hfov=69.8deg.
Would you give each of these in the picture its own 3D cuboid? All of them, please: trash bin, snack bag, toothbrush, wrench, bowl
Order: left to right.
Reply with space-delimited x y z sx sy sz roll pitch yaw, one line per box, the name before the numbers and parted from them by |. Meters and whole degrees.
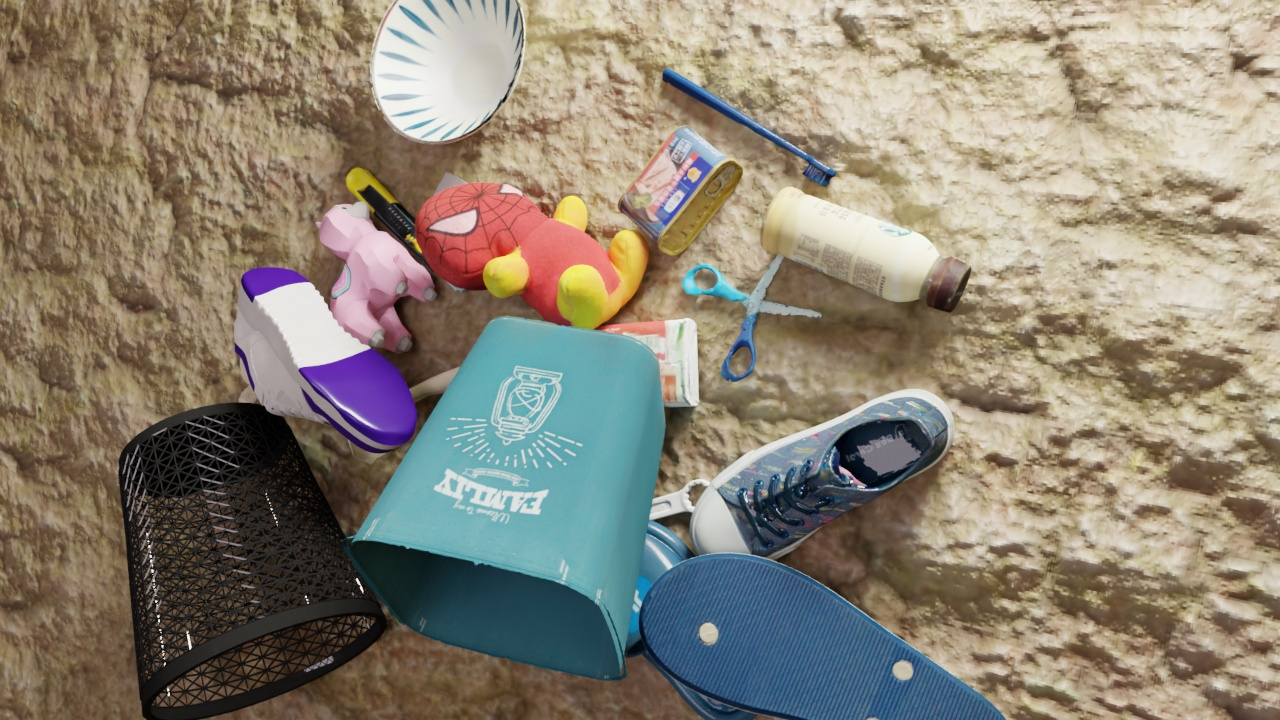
trash bin | -0.394 0.187 0.898 0.217 0.216 0.243 -36 66 18
bowl | -0.172 -0.289 0.897 0.178 0.070 0.177 -2 86 25
trash bin | -0.081 0.101 0.721 0.197 0.199 0.218 9 55 12
wrench | -0.055 0.156 0.843 0.274 0.009 0.047 -20 78 22
snack bag | -0.005 0.005 0.817 0.116 0.036 0.077 -3 85 24
toothbrush | 0.090 -0.205 0.800 0.190 0.016 0.017 39 108 22

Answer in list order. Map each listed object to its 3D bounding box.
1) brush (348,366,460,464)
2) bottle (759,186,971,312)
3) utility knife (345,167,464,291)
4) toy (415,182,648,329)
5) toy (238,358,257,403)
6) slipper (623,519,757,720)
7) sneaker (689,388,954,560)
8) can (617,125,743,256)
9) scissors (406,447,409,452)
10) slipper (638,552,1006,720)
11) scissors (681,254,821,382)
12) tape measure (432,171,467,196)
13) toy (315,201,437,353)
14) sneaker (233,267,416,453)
brush | -0.181 0.023 0.880 0.273 0.062 0.077 -25 70 21
bottle | 0.177 -0.086 0.729 0.162 0.056 0.056 26 97 24
utility knife | -0.238 -0.134 0.946 0.203 0.020 0.029 42 105 20
toy | -0.108 -0.096 0.828 0.216 0.147 0.099 22 121 23
toy | -0.396 0.004 0.990 0.087 0.050 0.112 4 84 25
slipper | 0.023 0.216 0.775 0.214 0.059 0.104 43 103 18
sneaker | 0.132 0.094 0.720 0.236 0.079 0.087 -33 79 19
can | 0.035 -0.149 0.802 0.059 0.054 0.100 46 104 23
scissors | -0.179 0.088 0.905 0.126 0.011 0.131 5 88 26
slipper | 0.141 0.241 0.715 0.295 0.060 0.118 27 81 10
scissors | 0.093 -0.041 0.790 0.127 0.014 0.133 9 86 21
tape measure | -0.184 -0.149 0.920 0.062 0.020 0.060 34 100 22
toy | -0.282 -0.086 0.936 0.157 0.067 0.123 37 103 27
sneaker | -0.313 0.023 0.872 0.244 0.091 0.111 43 121 25
